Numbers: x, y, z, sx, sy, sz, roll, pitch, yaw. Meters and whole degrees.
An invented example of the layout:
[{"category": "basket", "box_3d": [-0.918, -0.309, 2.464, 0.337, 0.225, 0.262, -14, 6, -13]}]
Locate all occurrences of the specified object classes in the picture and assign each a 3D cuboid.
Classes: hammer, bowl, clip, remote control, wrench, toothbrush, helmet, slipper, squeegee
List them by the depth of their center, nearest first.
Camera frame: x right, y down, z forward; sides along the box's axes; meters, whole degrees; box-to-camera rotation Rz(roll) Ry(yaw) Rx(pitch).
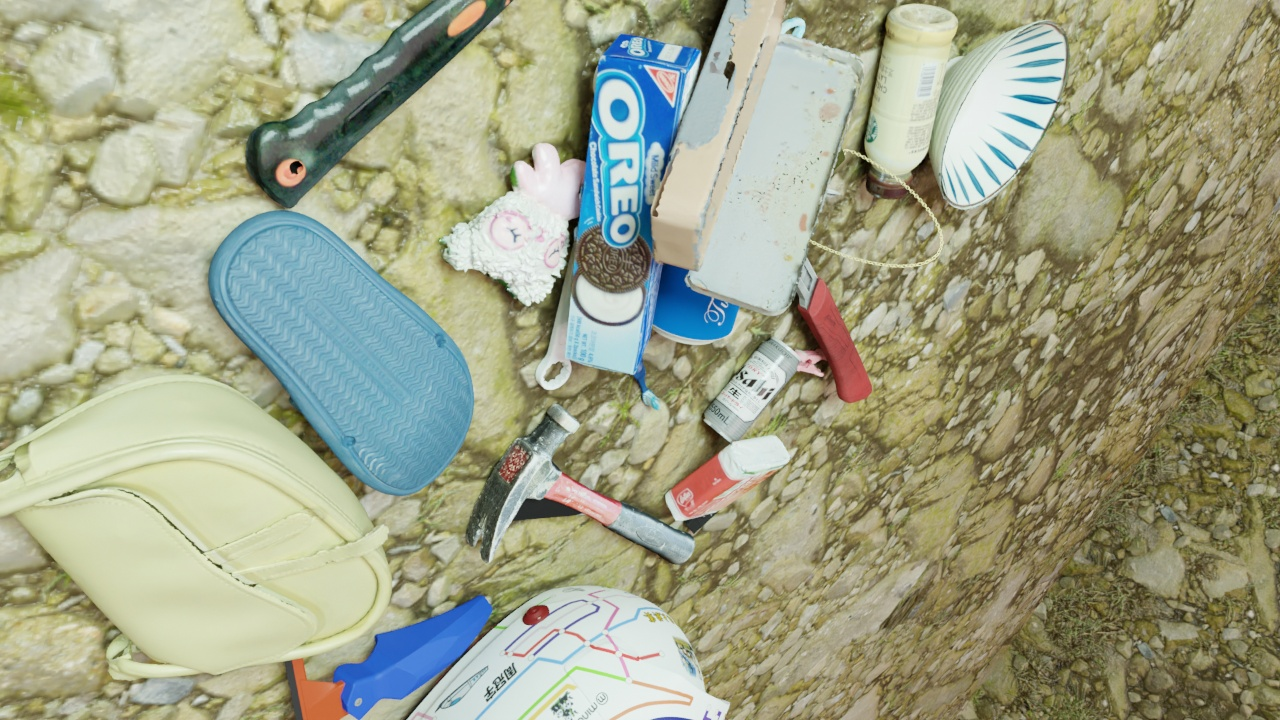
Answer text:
[{"category": "hammer", "box_3d": [-0.085, -0.207, 0.512, 0.333, 0.033, 0.133, -43, 143, -7]}, {"category": "slipper", "box_3d": [-0.177, -0.004, 0.570, 0.103, 0.059, 0.214, -46, 130, -19]}, {"category": "wrench", "box_3d": [-0.039, -0.094, 0.671, 0.047, 0.009, 0.274, -11, 128, -40]}, {"category": "squeegee", "box_3d": [-0.197, 0.249, 0.765, 0.184, 0.055, 0.250, -26, 124, -46]}, {"category": "toothbrush", "box_3d": [-0.005, 0.005, 0.785, 0.021, 0.016, 0.132, -43, 143, -13]}, {"category": "helmet", "box_3d": [-0.070, 0.365, 0.844, 0.314, 0.236, 0.231, -47, 141, -4]}, {"category": "bowl", "box_3d": [0.313, -0.236, 0.856, 0.177, 0.071, 0.178, -27, 138, -28]}, {"category": "hammer", "box_3d": [-0.034, 0.152, 0.868, 0.140, 0.036, 0.326, -52, 143, 0]}, {"category": "hammer", "box_3d": [0.175, -0.049, 0.889, 0.126, 0.036, 0.316, -48, 138, -7]}, {"category": "clip", "box_3d": [0.180, -0.003, 0.964, 0.058, 0.022, 0.037, 2, 123, -44]}, {"category": "remote control", "box_3d": [0.096, 0.140, 1.009, 0.124, 0.010, 0.039, -44, 143, -8]}]

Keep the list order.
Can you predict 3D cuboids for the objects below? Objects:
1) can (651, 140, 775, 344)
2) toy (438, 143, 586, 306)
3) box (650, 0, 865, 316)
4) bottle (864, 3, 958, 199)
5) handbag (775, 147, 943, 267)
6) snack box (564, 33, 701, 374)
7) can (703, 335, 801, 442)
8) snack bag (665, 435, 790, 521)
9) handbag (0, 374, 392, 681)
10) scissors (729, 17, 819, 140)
[{"category": "can", "box_3d": [0.050, -0.090, 0.707, 0.078, 0.079, 0.146, -13, 130, -39]}, {"category": "toy", "box_3d": [-0.073, -0.092, 0.614, 0.095, 0.041, 0.109, 23, 102, -52]}, {"category": "box", "box_3d": [0.081, -0.150, 0.600, 0.105, 0.096, 0.215, 72, 35, -65]}, {"category": "bottle", "box_3d": [0.228, -0.219, 0.796, 0.056, 0.056, 0.162, -26, 137, -28]}, {"category": "handbag", "box_3d": [0.156, -0.120, 0.706, 0.084, 0.178, 0.027, -46, 143, -5]}, {"category": "snack box", "box_3d": [-0.009, -0.099, 0.626, 0.059, 0.059, 0.227, -67, 170, -55]}, {"category": "can", "box_3d": [0.109, 0.029, 0.899, 0.106, 0.044, 0.044, -50, 143, 0]}, {"category": "snack bag", "box_3d": [0.086, 0.119, 0.922, 0.076, 0.036, 0.116, -5, 151, -44]}, {"category": "handbag", "box_3d": [-0.261, 0.111, 0.557, 0.190, 0.088, 0.233, -27, 137, -18]}, {"category": "scissors", "box_3d": [0.099, -0.206, 0.711, 0.131, 0.019, 0.105, -44, 139, -9]}]
